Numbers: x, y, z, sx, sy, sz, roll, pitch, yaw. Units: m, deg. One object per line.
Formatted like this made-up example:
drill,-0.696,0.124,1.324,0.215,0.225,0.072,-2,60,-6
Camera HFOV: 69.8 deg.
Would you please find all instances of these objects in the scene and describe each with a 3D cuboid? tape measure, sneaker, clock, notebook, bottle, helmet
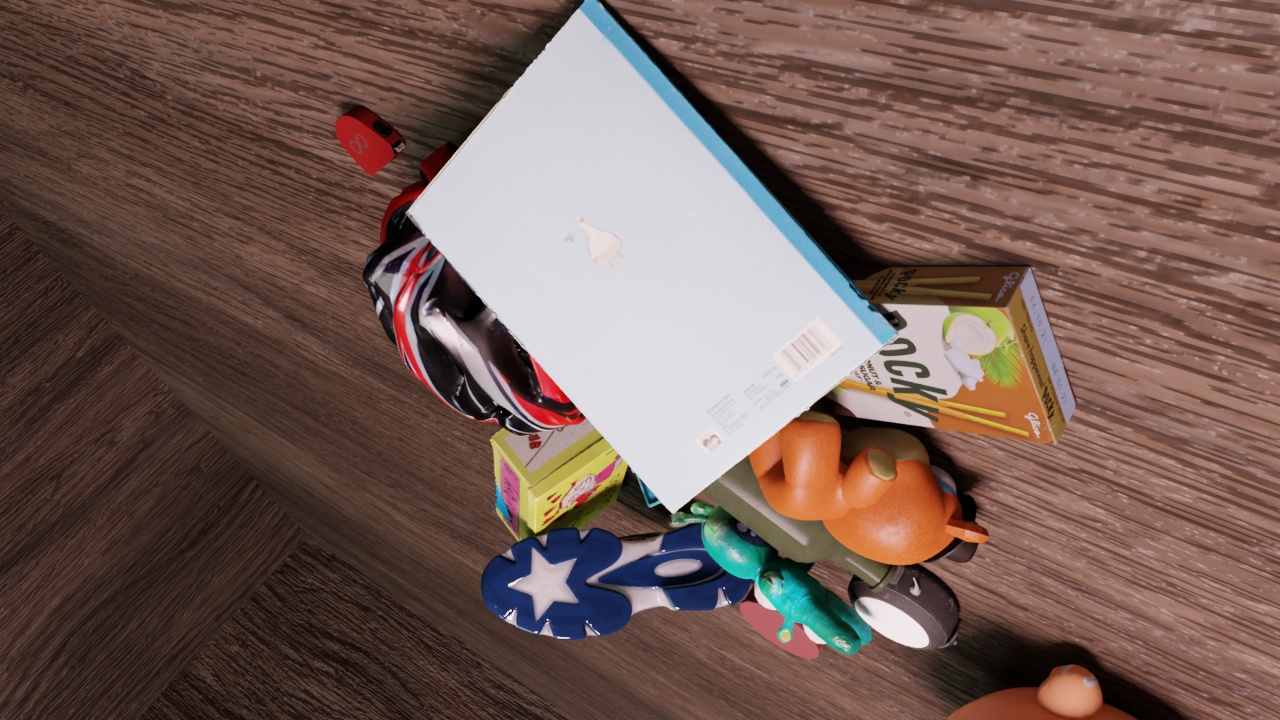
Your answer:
tape measure,-0.225,-0.185,0.760,0.059,0.019,0.051,-15,120,50
sneaker,-0.030,0.221,0.941,0.133,0.269,0.103,139,126,-71
clock,0.224,0.213,0.785,0.091,0.043,0.123,5,138,48
notebook,-0.002,-0.053,0.537,0.181,0.009,0.253,-42,90,25
bottle,0.113,0.110,0.736,0.207,0.071,0.072,37,154,4
clock,0.154,0.254,0.932,0.096,0.048,0.138,33,153,11
helmet,-0.105,-0.039,0.708,0.217,0.166,0.272,38,167,21

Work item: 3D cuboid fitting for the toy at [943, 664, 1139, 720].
toy,0.316,0.382,0.705,0.266,0.262,0.281,13,126,54

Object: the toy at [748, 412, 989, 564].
toy,0.154,0.090,0.622,0.176,0.096,0.112,40,168,-11

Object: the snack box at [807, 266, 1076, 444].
snack box,0.149,-0.007,0.549,0.186,0.031,0.101,6,139,47

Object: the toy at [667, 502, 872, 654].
toy,0.108,0.180,0.778,0.193,0.072,0.130,39,-168,23

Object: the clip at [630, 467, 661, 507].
clip,-0.011,0.056,0.785,0.103,0.027,0.120,74,174,-52

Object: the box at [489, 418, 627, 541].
box,-0.080,0.116,0.921,0.080,0.124,0.221,48,155,19
